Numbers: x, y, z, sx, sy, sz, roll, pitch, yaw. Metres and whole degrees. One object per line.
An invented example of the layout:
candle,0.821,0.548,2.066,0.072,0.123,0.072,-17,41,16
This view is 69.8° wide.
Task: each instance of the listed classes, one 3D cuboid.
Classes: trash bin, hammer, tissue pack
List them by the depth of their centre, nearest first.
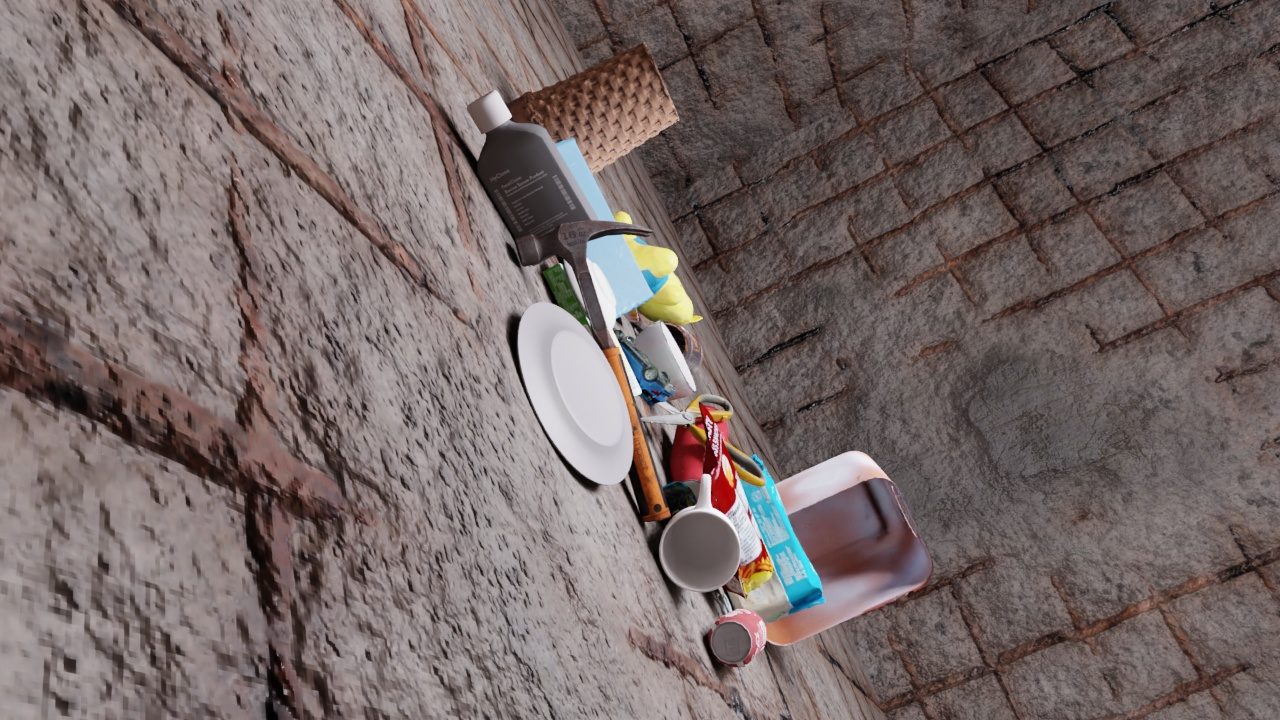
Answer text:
hammer,-0.017,0.008,0.936,0.035,0.137,0.314,157,-84,-81
tissue pack,0.149,0.240,1.211,0.066,0.117,0.209,47,19,-76
trash bin,-0.062,-0.348,1.311,0.151,0.210,0.151,62,9,-17
trash bin,0.257,0.264,1.330,0.181,0.260,0.157,62,5,-11

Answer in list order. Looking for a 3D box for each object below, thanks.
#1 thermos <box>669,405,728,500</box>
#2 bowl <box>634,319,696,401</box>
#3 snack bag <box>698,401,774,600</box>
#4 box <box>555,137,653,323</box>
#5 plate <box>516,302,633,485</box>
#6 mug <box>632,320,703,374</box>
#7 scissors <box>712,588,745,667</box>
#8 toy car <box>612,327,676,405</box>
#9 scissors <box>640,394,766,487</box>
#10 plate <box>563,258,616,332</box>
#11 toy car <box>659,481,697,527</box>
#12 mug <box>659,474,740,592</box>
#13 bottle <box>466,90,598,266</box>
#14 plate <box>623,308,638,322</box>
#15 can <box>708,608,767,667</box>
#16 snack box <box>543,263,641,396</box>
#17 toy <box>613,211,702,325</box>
thermos,0.074,0.135,1.201,0.073,0.073,0.239,62,16,-15
bowl,0.025,0.007,1.291,0.116,0.066,0.116,61,8,-16
snack bag,0.105,0.164,1.069,0.138,0.067,0.208,-80,157,-61
box,-0.090,-0.156,1.193,0.112,0.094,0.231,-15,-74,54
plate,-0.052,0.026,0.830,0.178,0.012,0.178,49,27,-35
mug,0.039,-0.027,1.490,0.116,0.080,0.107,37,2,17
scissors,0.089,0.277,1.082,0.146,0.014,0.141,-106,170,-46
toy car,-0.007,0.007,1.154,0.120,0.044,0.056,49,9,20
scissors,0.078,0.081,1.196,0.225,0.016,0.228,36,23,7
plate,-0.051,-0.081,1.041,0.104,0.026,0.104,60,11,-20
toy car,0.051,0.183,1.017,0.105,0.048,0.032,61,7,-9
mug,0.063,0.173,0.949,0.087,0.081,0.114,19,76,-86
bottle,-0.120,-0.194,0.953,0.174,0.084,0.046,60,10,-23
plate,-0.052,-0.151,1.329,0.187,0.016,0.187,77,-13,-70
can,0.104,0.297,0.984,0.054,0.054,0.096,67,9,15
snack box,-0.053,-0.029,1.065,0.168,0.027,0.132,64,8,2
toy,0.014,-0.127,1.476,0.149,0.084,0.214,43,-9,29
